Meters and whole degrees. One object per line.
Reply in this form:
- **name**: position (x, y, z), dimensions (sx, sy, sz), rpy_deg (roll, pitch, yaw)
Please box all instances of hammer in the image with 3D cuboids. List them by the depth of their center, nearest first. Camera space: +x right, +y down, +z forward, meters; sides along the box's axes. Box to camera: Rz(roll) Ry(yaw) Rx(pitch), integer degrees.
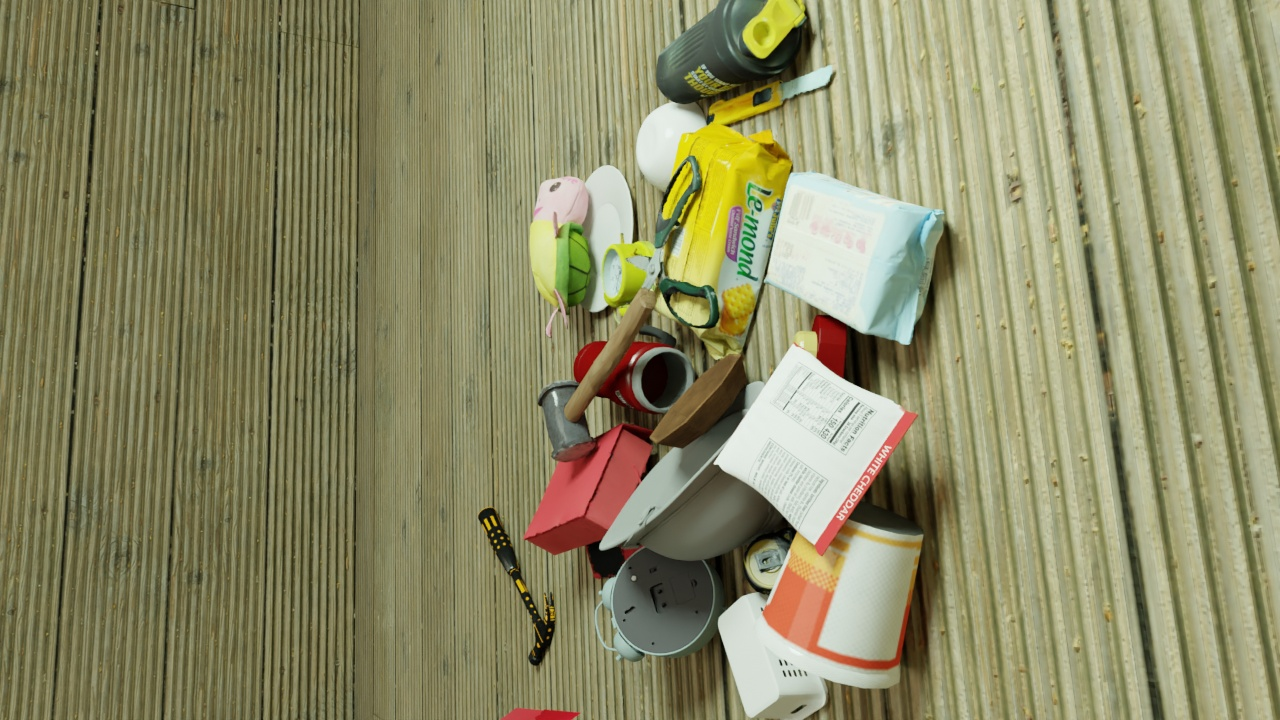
- **hammer**: position (-0.049, 0.016, 1.074), dimensions (0.329, 0.052, 0.098), rpy_deg (-53, 48, 53)
- **hammer**: position (-0.211, 0.354, 1.542), dimensions (0.320, 0.036, 0.123), rpy_deg (51, 130, 49)

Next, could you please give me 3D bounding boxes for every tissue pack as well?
- **tissue pack**: position (0.187, -0.094, 0.802), dimensions (0.182, 0.069, 0.112), rpy_deg (38, 121, 54)

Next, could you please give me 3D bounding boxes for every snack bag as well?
- **snack bag**: position (0.135, 0.065, 0.752), dimensions (0.131, 0.039, 0.144), rpy_deg (-57, 41, 5)
- **snack bag**: position (0.076, -0.140, 1.012), dimensions (0.159, 0.068, 0.247), rpy_deg (41, 122, 57)

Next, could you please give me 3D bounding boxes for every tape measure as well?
- **tape measure**: position (0.130, 0.198, 0.889), dimensions (0.034, 0.061, 0.061), rpy_deg (52, -163, -57)

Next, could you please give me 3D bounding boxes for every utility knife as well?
- **utility knife**: position (0.132, -0.281, 0.981), dimensions (0.225, 0.019, 0.030), rpy_deg (3, 99, 59)

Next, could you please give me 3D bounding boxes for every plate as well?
- **plate**: position (0.064, 0.046, 0.948), dimensions (0.131, 0.025, 0.131), rpy_deg (-46, 5, 5)
- **plate**: position (-0.055, -0.173, 1.314), dimensions (0.209, 0.015, 0.208), rpy_deg (-11, 78, 61)

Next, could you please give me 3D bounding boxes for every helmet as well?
- **helmet**: position (0.076, 0.143, 0.932), dimensions (0.272, 0.117, 0.182), rpy_deg (-47, 4, 42)

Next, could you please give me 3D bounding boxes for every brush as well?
- **brush**: position (0.155, 0.045, 0.833), dimensions (0.082, 0.042, 0.173), rpy_deg (-23, -62, -84)

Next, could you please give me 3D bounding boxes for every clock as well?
- **clock**: position (0.020, 0.270, 1.017), dimensions (0.159, 0.045, 0.122), rpy_deg (-27, 58, 14)
- **clock**: position (-0.014, -0.100, 1.190), dimensions (0.083, 0.057, 0.119), rpy_deg (45, 132, 54)

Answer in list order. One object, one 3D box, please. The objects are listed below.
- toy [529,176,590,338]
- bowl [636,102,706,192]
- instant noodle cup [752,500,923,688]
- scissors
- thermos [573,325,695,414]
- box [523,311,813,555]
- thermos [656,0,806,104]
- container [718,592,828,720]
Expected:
- **toy**: position (-0.115, -0.151, 1.316), dimensions (0.190, 0.087, 0.237), rpy_deg (114, 156, -69)
- **bowl**: position (0.031, -0.264, 1.127), dimensions (0.115, 0.050, 0.114), rpy_deg (-11, 78, 61)
- **instant noodle cup**: position (0.171, 0.184, 0.761), dimensions (0.123, 0.123, 0.121), rpy_deg (26, 103, 60)
- **scissors**: position (0.040, -0.102, 0.988), dimensions (0.204, 0.015, 0.202), rpy_deg (59, 136, 40)
- **thermos**: position (-0.007, 0.007, 1.147), dimensions (0.108, 0.084, 0.199), rpy_deg (-62, 24, -10)
- **box**: position (0.047, 0.099, 1.287), dimensions (0.215, 0.477, 0.171), rpy_deg (-34, 81, 56)
- **thermos**: position (0.092, -0.336, 0.987), dimensions (0.221, 0.098, 0.098), rpy_deg (-174, 87, -68)
- **container**: position (0.124, 0.287, 0.899), dimensions (0.081, 0.049, 0.129), rpy_deg (-57, 40, 43)
